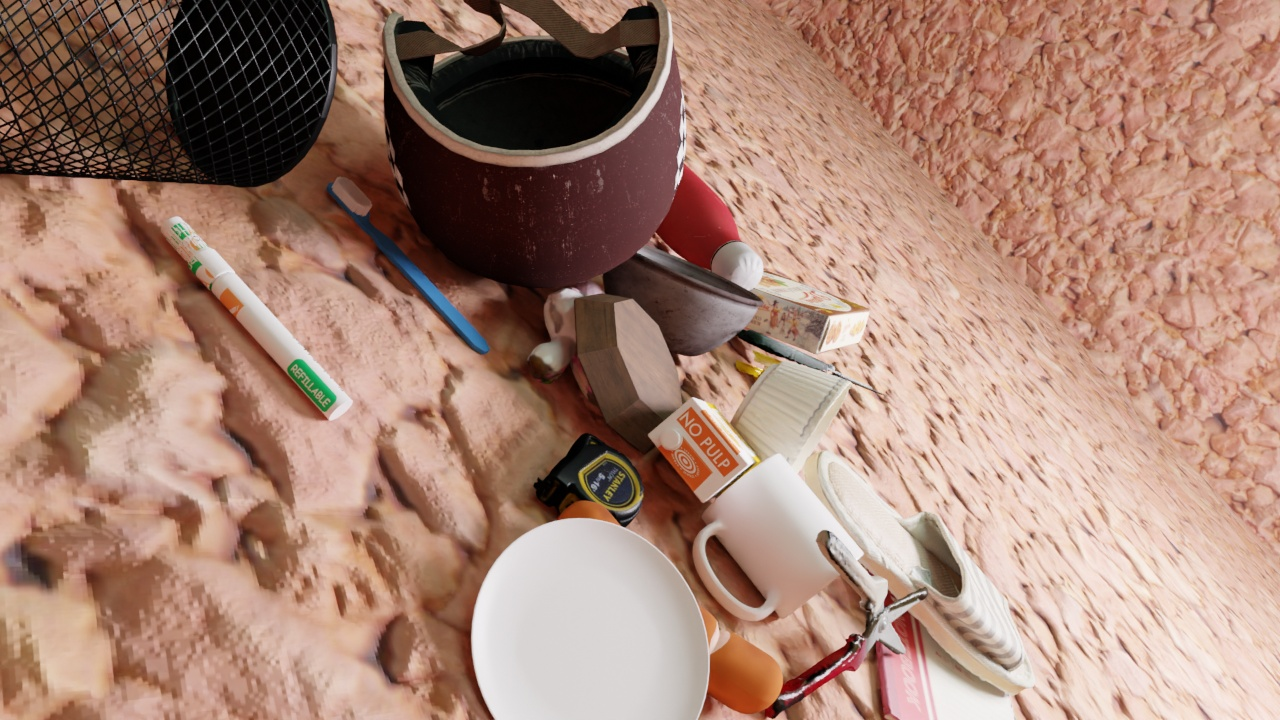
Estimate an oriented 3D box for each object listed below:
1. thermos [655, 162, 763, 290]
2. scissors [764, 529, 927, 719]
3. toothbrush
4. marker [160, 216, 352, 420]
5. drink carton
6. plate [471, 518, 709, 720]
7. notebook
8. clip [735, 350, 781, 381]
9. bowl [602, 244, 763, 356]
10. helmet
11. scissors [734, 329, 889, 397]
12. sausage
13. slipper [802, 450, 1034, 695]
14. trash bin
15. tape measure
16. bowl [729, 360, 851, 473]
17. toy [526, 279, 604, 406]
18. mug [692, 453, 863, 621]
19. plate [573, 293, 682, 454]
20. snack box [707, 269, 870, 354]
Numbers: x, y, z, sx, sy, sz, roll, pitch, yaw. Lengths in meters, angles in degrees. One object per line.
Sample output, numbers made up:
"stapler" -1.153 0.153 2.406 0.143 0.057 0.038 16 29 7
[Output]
"thermos" 0.055 -0.140 0.935 0.073 0.073 0.239 22 21 -36
"scissors" 0.143 0.172 0.615 0.015 0.179 0.198 18 39 42
"toothbrush" -0.162 -0.068 0.647 0.166 0.014 0.016 46 27 6
"marker" -0.214 -0.024 0.509 0.145 0.017 0.017 46 27 6
"drink carton" 0.049 0.064 0.660 0.058 0.040 0.122 50 6 12
"plate" -0.025 0.149 0.479 0.134 0.011 0.134 15 55 -22
"notebook" 0.244 0.243 0.742 0.153 0.012 0.208 37 27 -11
"clip" 0.124 0.015 0.900 0.054 0.046 0.048 21 9 -39
"bowl" 0.026 -0.049 0.788 0.145 0.067 0.145 22 11 -5
"helmet" -0.083 -0.178 0.660 0.233 0.254 0.233 -5 65 -5
"scissors" 0.133 -0.009 0.854 0.201 0.015 0.205 22 2 -39
"sausage" 0.013 0.146 0.536 0.164 0.044 0.039 42 1 -1
"slipper" 0.235 0.168 0.750 0.272 0.054 0.114 43 21 -12
"trash bin" -0.285 -0.175 0.470 0.184 0.184 0.209 51 22 16
"tape measure" -0.029 0.083 0.583 0.061 0.034 0.061 40 35 4
"bowl" 0.116 0.050 0.754 0.062 0.115 0.115 33 24 16
"toy" -0.046 -0.017 0.701 0.079 0.038 0.122 39 38 -24
"mug" 0.087 0.131 0.641 0.110 0.074 0.090 -28 70 -35
"plate" -0.004 0.004 0.686 0.131 0.025 0.131 49 27 -38
"snack box" 0.149 -0.056 0.956 0.147 0.041 0.143 24 17 26
